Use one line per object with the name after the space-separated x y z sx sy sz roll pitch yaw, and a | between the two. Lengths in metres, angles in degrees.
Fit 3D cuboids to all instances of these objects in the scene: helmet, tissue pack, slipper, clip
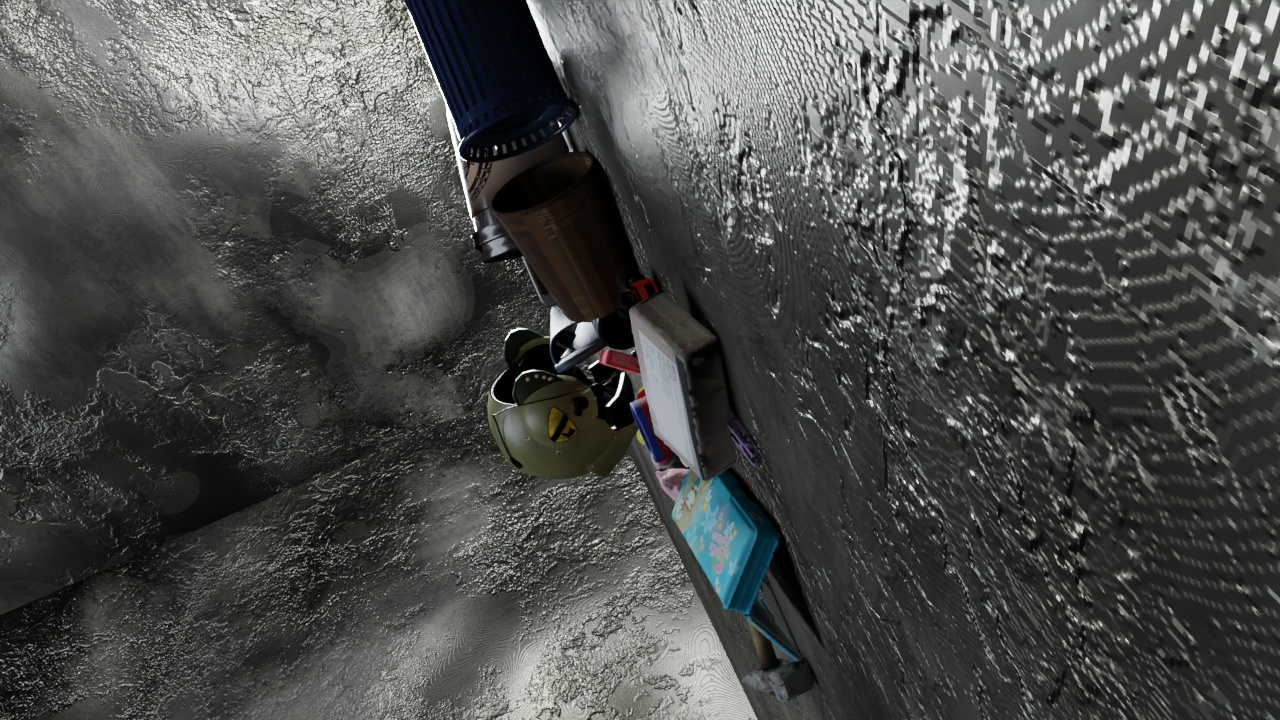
-0.109 0.068 1.428 0.250 0.255 0.233 -121 10 -64 | helmet
0.046 0.020 0.872 0.104 0.071 0.181 45 161 41 | tissue pack
-0.079 -0.063 1.330 0.082 0.101 0.263 60 -165 -13 | slipper
0.097 0.078 0.844 0.037 0.013 0.053 68 172 -26 | clip

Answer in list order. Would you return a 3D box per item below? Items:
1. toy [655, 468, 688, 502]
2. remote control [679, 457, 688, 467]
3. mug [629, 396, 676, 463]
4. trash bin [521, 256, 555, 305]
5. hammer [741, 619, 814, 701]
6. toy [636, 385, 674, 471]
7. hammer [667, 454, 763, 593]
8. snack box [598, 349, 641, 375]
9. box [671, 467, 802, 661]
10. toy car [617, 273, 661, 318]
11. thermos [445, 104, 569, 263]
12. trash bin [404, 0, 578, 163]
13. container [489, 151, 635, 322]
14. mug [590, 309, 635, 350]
0.065 0.171 1.230 0.053 0.096 0.099 -67 17 9 | toy
0.060 0.098 1.206 0.126 0.018 0.038 91 156 -56 | remote control
0.034 0.066 1.062 0.112 0.076 0.075 -147 34 -81 | mug
-0.138 -0.209 1.376 0.114 0.114 0.229 -148 35 -81 | trash bin
0.125 0.272 1.157 0.122 0.048 0.318 -23 86 65 | hammer
0.023 0.074 1.172 0.137 0.067 0.106 -110 10 -65 | toy
0.105 0.227 1.305 0.322 0.043 0.156 -127 14 -59 | hammer
-0.007 0.007 1.209 0.133 0.089 0.021 -174 100 -84 | snack box
0.096 0.215 1.018 0.227 0.083 0.172 -129 26 -71 | box
0.009 -0.042 0.988 0.051 0.048 0.100 102 144 -80 | toy car
-0.167 -0.262 1.225 0.173 0.172 0.226 -163 55 -83 | thermos
-0.179 -0.363 1.011 0.139 0.139 0.249 131 117 -85 | trash bin
-0.081 -0.142 1.097 0.167 0.132 0.132 63 178 -32 | container
-0.019 -0.053 1.182 0.105 0.071 0.077 38 -169 -30 | mug
